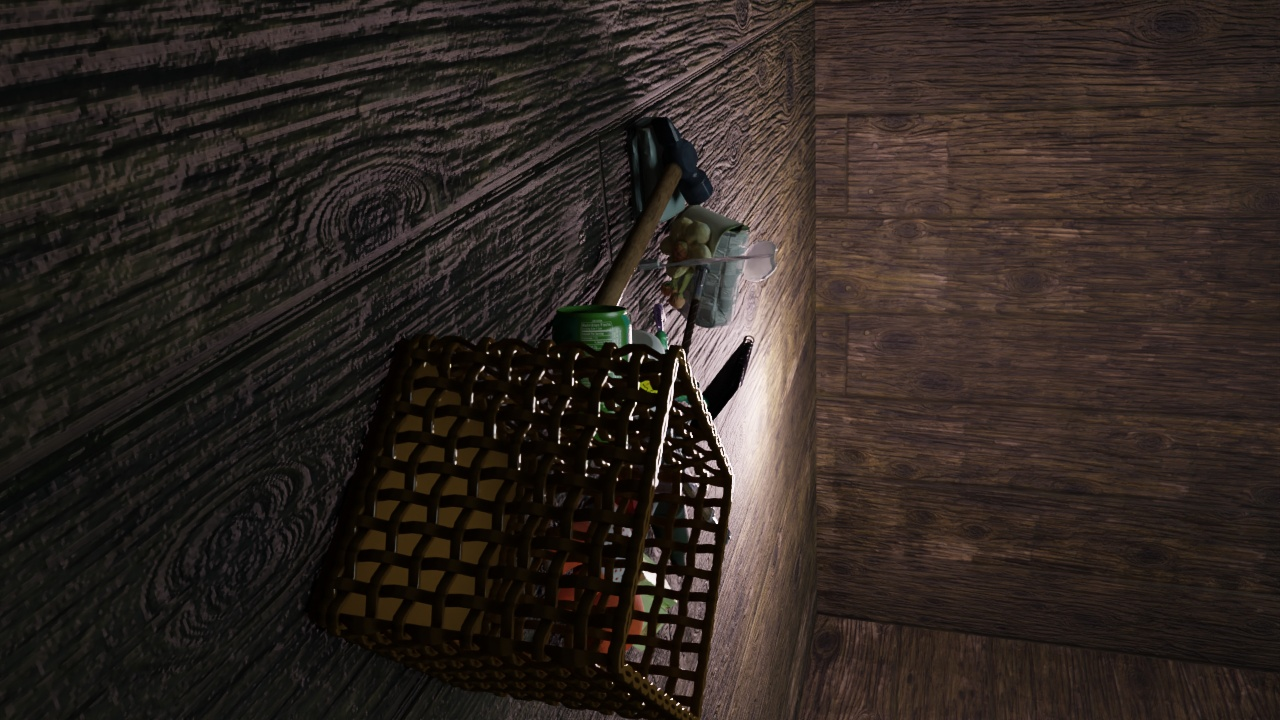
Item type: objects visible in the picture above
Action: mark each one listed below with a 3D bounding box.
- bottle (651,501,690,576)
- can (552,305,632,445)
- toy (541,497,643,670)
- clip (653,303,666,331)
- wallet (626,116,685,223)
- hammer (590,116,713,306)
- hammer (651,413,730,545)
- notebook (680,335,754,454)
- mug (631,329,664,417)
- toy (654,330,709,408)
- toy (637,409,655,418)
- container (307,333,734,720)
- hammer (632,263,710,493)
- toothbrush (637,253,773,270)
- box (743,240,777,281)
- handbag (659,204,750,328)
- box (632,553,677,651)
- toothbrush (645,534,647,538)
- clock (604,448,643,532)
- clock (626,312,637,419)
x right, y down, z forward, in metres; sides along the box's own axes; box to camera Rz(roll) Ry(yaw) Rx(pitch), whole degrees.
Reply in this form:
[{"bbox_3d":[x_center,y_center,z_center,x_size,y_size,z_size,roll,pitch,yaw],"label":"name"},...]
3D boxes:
[{"bbox_3d":[0.049,0.268,1.370,0.174,0.055,0.055,78,23,-43],"label":"bottle"},{"bbox_3d":[-0.050,0.017,0.959,0.083,0.083,0.144,-29,121,-70],"label":"can"},{"bbox_3d":[-0.048,0.245,1.013,0.163,0.093,0.172,-26,105,-73],"label":"toy"},{"bbox_3d":[0.028,-0.058,1.317,0.050,0.014,0.045,38,60,-73],"label":"clip"},{"bbox_3d":[0.018,-0.250,1.200,0.100,0.054,0.132,-57,140,-60],"label":"wallet"},{"bbox_3d":[-0.002,-0.147,1.095,0.129,0.040,0.320,55,49,-41],"label":"hammer"},{"bbox_3d":[0.081,0.204,1.310,0.317,0.028,0.146,58,46,-53],"label":"hammer"},{"bbox_3d":[0.113,0.056,1.403,0.169,0.019,0.231,-54,-179,22],"label":"notebook"},{"bbox_3d":[-0.024,0.018,1.045,0.115,0.094,0.068,-29,127,-25],"label":"mug"},{"bbox_3d":[0.041,0.023,1.288,0.130,0.072,0.193,56,11,9],"label":"toy"},{"bbox_3d":[0.013,0.096,1.253,0.125,0.037,0.076,-61,146,-59],"label":"toy"},{"bbox_3d":[-0.066,0.136,0.705,0.252,0.214,0.219,63,34,-58],"label":"container"},{"bbox_3d":[0.053,0.005,1.182,0.098,0.044,0.321,61,38,-58],"label":"hammer"},{"bbox_3d":[0.082,-0.132,1.193,0.010,0.182,0.010,64,28,-51],"label":"toothbrush"},{"bbox_3d":[0.140,-0.171,1.420,0.092,0.160,0.081,82,23,-63],"label":"box"},{"bbox_3d":[0.085,-0.128,1.331,0.123,0.112,0.172,-18,126,-36],"label":"handbag"},{"bbox_3d":[0.004,0.318,1.234,0.188,0.061,0.133,61,38,-60],"label":"box"},{"bbox_3d":[0.011,0.165,1.286,0.024,0.022,0.185,23,66,-33],"label":"toothbrush"},{"bbox_3d":[-0.016,0.162,1.157,0.087,0.044,0.125,-42,132,-66],"label":"clock"},{"bbox_3d":[-0.008,0.007,1.143,0.092,0.055,0.141,-56,147,-59],"label":"clock"}]
